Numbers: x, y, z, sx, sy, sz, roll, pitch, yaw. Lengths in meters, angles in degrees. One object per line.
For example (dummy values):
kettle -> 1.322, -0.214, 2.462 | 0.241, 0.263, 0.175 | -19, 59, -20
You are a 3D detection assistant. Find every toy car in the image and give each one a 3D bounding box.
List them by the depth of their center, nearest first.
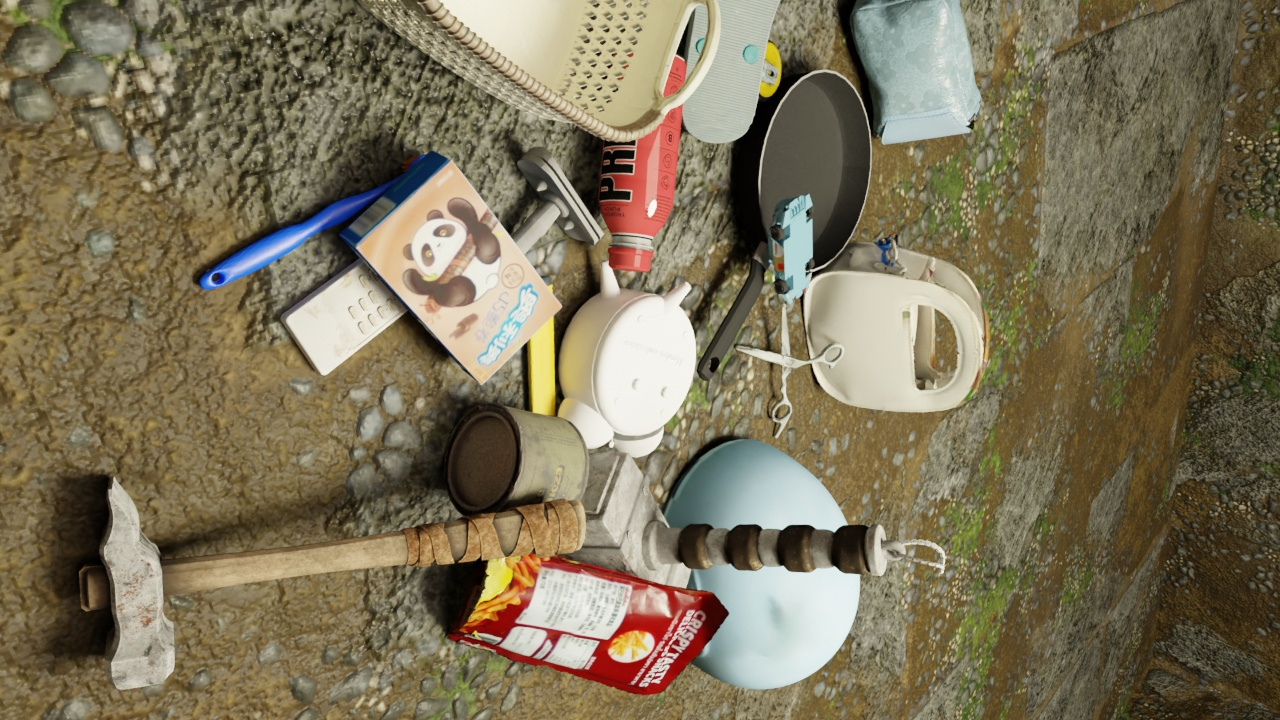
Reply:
toy car -> 0.144, -0.111, 0.899 | 0.060, 0.027, 0.108 | -39, 137, -34

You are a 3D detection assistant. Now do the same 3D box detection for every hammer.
hammer -> -0.185, 0.126, 0.607 | 0.318, 0.049, 0.121 | -2, 100, -27
hammer -> 0.080, 0.155, 0.763 | 0.177, 0.327, 0.079 | 63, 34, -37

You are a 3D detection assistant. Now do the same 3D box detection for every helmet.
helmet -> 0.135, 0.218, 0.960 | 0.225, 0.167, 0.266 | -18, 105, -32

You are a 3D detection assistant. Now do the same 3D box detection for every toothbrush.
toothbrush -> -0.208, -0.095, 0.606 | 0.182, 0.018, 0.016 | -38, 127, -30

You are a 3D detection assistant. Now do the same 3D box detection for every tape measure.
tape measure -> 0.110, -0.276, 0.872 | 0.061, 0.034, 0.062 | 4, 99, -49

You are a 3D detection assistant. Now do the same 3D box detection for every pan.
pan -> 0.135, -0.134, 0.936 | 0.204, 0.044, 0.355 | 47, 68, -44

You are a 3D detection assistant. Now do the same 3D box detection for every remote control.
remote control -> -0.184, -0.050, 0.645 | 0.135, 0.011, 0.050 | -44, 130, -29

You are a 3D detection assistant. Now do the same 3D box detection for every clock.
clock -> -0.005, 0.005, 0.806 | 0.125, 0.073, 0.161 | 16, 89, -48

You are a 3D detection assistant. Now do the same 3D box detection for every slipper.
slipper -> 0.082, -0.330, 0.808 | 0.098, 0.054, 0.269 | 8, 111, -19

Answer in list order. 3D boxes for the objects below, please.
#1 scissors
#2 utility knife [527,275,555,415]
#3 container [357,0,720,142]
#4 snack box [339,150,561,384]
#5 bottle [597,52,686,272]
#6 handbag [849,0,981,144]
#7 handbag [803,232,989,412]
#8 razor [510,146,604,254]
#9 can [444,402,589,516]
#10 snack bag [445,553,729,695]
scissors -> 0.161, 0.014, 1.012 | 0.141, 0.014, 0.175 | -7, 121, -22
utility knife -> -0.084, 0.002, 0.765 | 0.030, 0.017, 0.151 | -15, 112, -38
container -> -0.072, -0.261, 0.602 | 0.246, 0.143, 0.184 | 25, 84, -47
snack box -> -0.130, -0.062, 0.652 | 0.087, 0.034, 0.151 | -45, 132, -11
bottle -> -0.001, -0.162, 0.755 | 0.062, 0.062, 0.176 | 3, 94, -47
handbag -> 0.303, -0.333, 1.010 | 0.192, 0.122, 0.118 | 59, 42, -37
handbag -> 0.292, -0.037, 1.021 | 0.092, 0.200, 0.201 | -40, 131, -37
razor -> -0.092, -0.093, 0.713 | 0.116, 0.047, 0.088 | -49, 133, -15
can -> -0.098, 0.083, 0.719 | 0.074, 0.090, 0.090 | 17, 89, -48
snack bag -> -0.044, 0.221, 0.762 | 0.208, 0.066, 0.139 | 21, 118, -13
